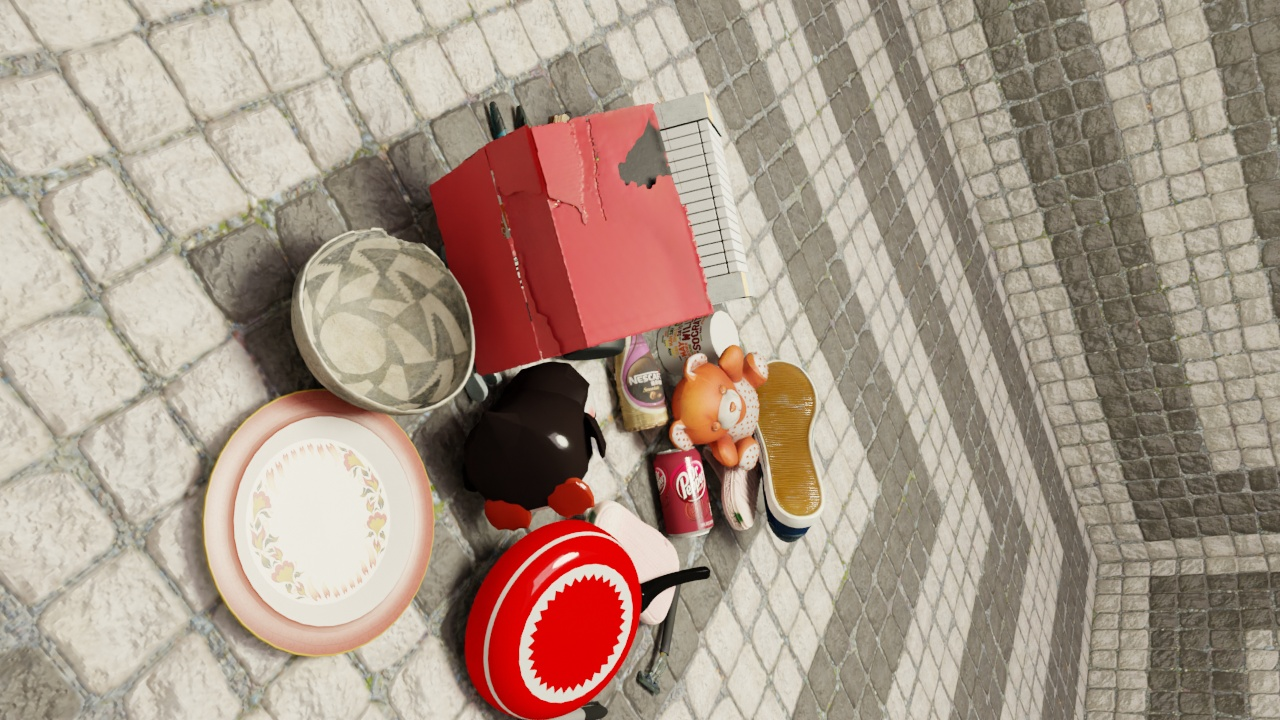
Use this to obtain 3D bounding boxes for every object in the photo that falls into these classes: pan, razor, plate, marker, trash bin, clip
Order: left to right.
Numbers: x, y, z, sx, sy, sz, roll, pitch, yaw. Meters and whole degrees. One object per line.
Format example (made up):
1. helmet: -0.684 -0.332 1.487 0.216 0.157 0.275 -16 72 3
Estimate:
1. plate: -0.276 0.140 0.806 0.229 0.021 0.229 21 63 -49
2. clip: -0.213 -0.029 0.942 0.158 0.030 0.174 -22 96 -53
3. marker: -0.083 0.388 1.004 0.138 0.016 0.022 18 34 -50
4. pan: -0.030 0.270 1.003 0.355 0.067 0.209 -1 101 -42
5. razor: 0.032 0.347 1.165 0.043 0.022 0.144 49 44 -35
6. trash bin: 0.045 -0.188 1.165 0.142 0.142 0.247 -20 99 -77

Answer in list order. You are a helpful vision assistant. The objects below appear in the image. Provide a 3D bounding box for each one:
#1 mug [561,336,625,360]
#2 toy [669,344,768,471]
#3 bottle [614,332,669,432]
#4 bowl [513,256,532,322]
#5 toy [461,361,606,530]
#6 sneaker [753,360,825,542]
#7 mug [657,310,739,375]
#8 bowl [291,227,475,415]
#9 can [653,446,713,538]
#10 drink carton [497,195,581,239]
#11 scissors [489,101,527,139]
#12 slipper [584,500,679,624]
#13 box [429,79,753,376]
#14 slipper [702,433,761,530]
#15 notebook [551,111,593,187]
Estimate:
1. mug: -0.059 -0.050 1.123 0.121 0.085 0.094 45 38 -79
2. toy: 0.108 0.060 1.210 0.172 0.093 0.163 11 87 -51
3. bottle: -0.007 0.007 1.185 0.059 0.060 0.166 -6 82 -54
4. bowl: -0.119 -0.061 1.036 0.120 0.066 0.120 2 85 -20
5. toy: -0.110 0.061 0.967 0.183 0.159 0.140 -77 146 -57
6. sneaker: 0.213 0.135 1.346 0.127 0.120 0.293 98 -6 -51
7. mug: 0.089 -0.015 1.296 0.105 0.090 0.073 47 45 -35
8. bowl: -0.246 -0.025 0.844 0.178 0.081 0.178 24 53 -37
9. can: 0.057 0.175 1.216 0.063 0.063 0.114 -6 85 -54
10. drink carton: -0.119 -0.180 1.082 0.122 0.040 0.058 -29 106 -39
11. scissors: -0.147 -0.246 1.105 0.123 0.019 0.148 41 51 -41
12. slipper: -0.012 0.246 1.108 0.221 0.056 0.106 53 43 -44
13. box: -0.069 -0.114 0.873 0.121 0.319 0.211 -15 90 -61
14. slipper: 0.131 0.150 1.327 0.094 0.064 0.238 59 26 -30
15. notebook: -0.048 -0.211 1.227 0.225 0.024 0.167 32 56 -45
